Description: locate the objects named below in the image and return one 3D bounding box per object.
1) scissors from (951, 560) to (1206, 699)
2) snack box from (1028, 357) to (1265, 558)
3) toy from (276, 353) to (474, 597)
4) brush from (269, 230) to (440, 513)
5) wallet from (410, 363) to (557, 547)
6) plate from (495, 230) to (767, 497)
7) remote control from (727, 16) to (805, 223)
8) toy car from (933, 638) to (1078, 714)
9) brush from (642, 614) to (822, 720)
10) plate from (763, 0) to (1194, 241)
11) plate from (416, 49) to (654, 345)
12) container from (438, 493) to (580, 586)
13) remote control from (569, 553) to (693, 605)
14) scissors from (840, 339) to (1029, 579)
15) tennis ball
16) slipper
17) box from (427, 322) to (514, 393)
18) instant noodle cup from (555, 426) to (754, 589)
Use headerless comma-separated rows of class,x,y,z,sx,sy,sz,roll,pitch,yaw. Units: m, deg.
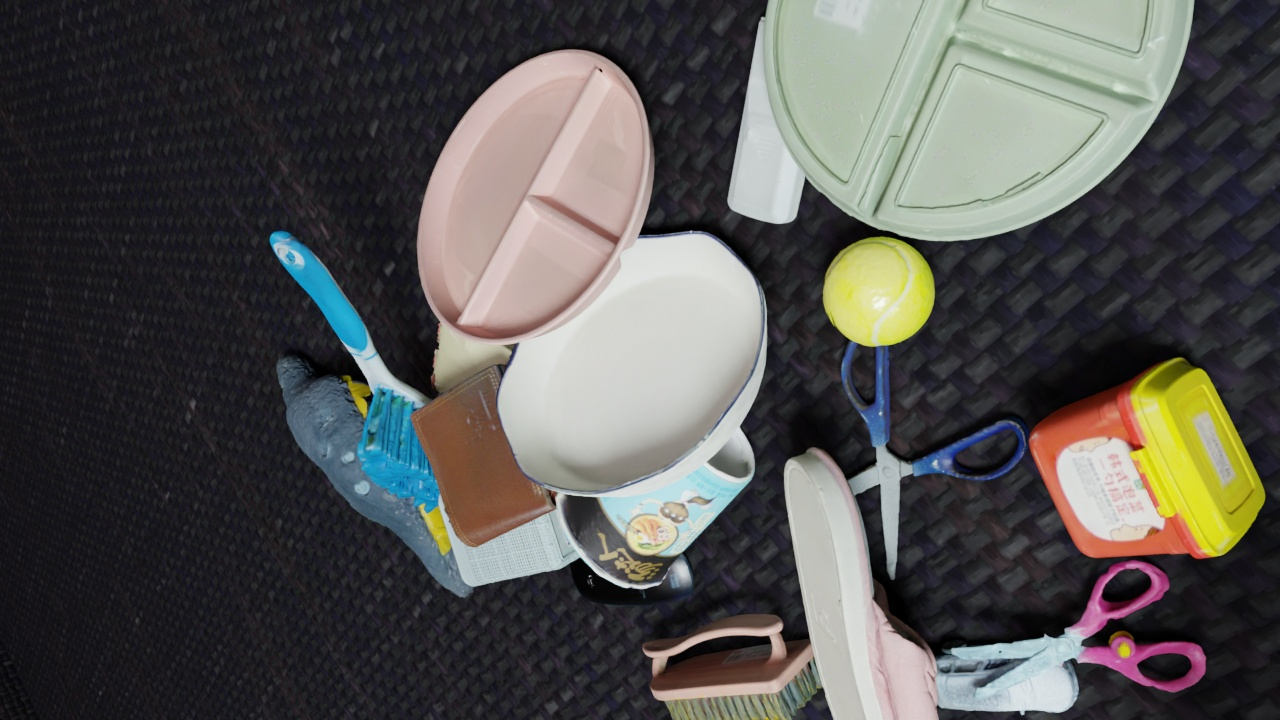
scissors,0.245,0.157,0.531,0.138,0.017,0.093,-10,95,23
snack box,0.257,0.055,0.475,0.080,0.081,0.091,-30,82,50
toy,-0.284,0.089,0.930,0.356,0.091,0.138,42,152,24
brush,-0.215,0.027,0.751,0.061,0.315,0.109,-4,61,17
wallet,-0.121,0.075,0.718,0.101,0.032,0.124,-30,77,29
plate,-0.004,0.004,0.631,0.205,0.045,0.204,-19,50,24
remote control,0.088,-0.152,0.591,0.049,0.024,0.125,23,115,32
toy car,0.223,0.199,0.571,0.091,0.034,0.043,-16,88,39
brush,0.062,0.234,0.694,0.146,0.063,0.073,-24,91,43
plate,0.168,-0.180,0.501,0.231,0.027,0.230,7,104,31
plate,-0.081,-0.120,0.684,0.230,0.028,0.229,-12,70,35
container,-0.095,0.133,0.778,0.112,0.089,0.090,-16,92,38
remote control,-0.014,0.181,0.766,0.137,0.024,0.053,-13,94,41
scissors,0.168,0.061,0.592,0.163,0.012,0.176,-7,98,40
tennis ball,0.142,-0.041,0.550,0.066,0.065,0.065,12,109,37
slipper,0.149,0.182,0.589,0.114,0.054,0.274,-138,32,-76
box,-0.099,0.019,0.757,0.168,0.076,0.091,29,119,29
instant noodle cup,0.016,0.088,0.668,0.121,0.111,0.111,-46,72,30
